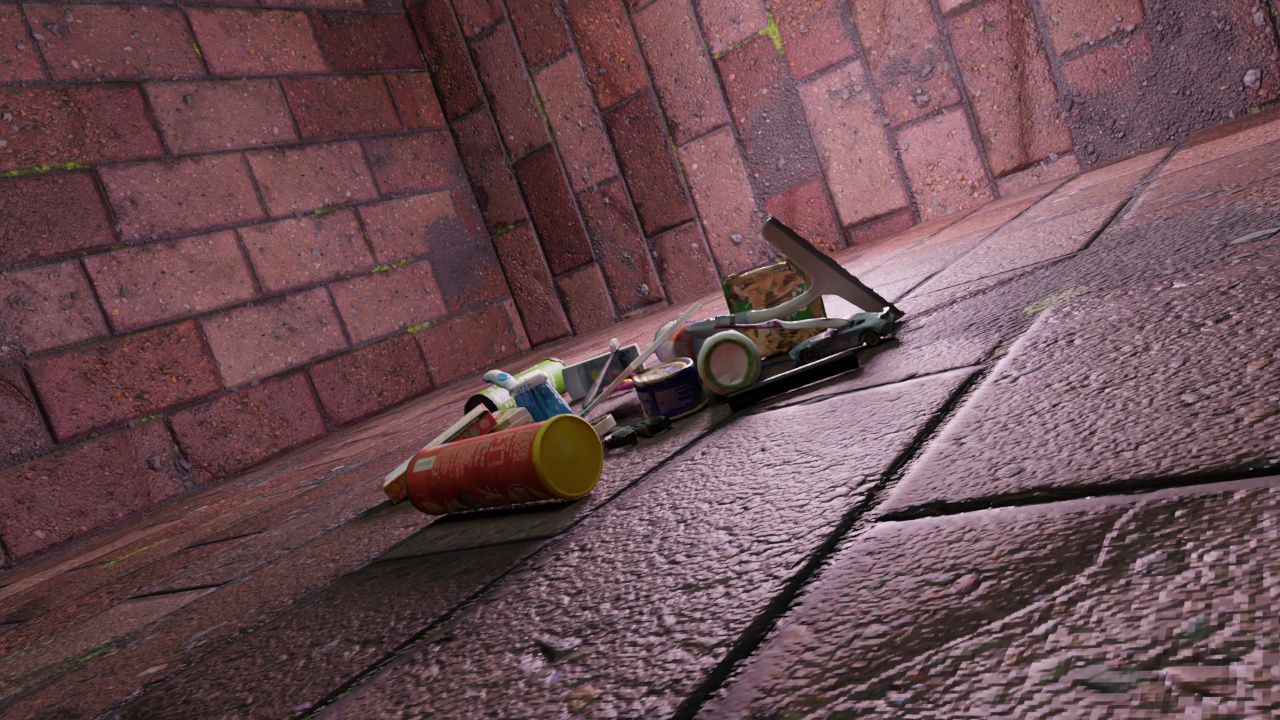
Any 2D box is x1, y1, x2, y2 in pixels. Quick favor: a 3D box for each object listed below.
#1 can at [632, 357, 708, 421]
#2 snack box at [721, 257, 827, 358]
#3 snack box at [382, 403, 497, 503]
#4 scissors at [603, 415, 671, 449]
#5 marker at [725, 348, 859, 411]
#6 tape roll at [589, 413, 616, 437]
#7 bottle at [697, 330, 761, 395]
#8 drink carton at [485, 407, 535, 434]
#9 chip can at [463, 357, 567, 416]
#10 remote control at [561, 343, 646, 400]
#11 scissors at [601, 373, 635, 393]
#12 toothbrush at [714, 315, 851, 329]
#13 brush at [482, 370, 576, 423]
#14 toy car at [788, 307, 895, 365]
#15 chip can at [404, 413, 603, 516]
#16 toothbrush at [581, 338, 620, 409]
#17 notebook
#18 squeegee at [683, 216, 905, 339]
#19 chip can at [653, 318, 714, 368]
[{"bbox_3d":[0.031,0.033,1.032,0.074,0.049,0.148,-20,5,-2],"label":"can"},{"bbox_3d":[0.186,-0.072,1.194,0.118,0.117,0.105,-15,3,24],"label":"snack box"},{"bbox_3d":[-0.249,0.113,1.137,0.155,0.027,0.077,-38,10,-9],"label":"snack box"},{"bbox_3d":[-0.012,0.074,0.996,0.141,0.014,0.173,-20,2,19],"label":"scissors"},{"bbox_3d":[0.148,0.020,0.895,0.132,0.020,0.022,-20,22,8],"label":"marker"},{"bbox_3d":[-0.066,0.084,0.988,0.086,0.014,0.086,-30,2,1],"label":"tape roll"},{"bbox_3d":[0.101,-0.002,1.053,0.068,0.068,0.197,-19,1,6],"label":"bottle"},{"bbox_3d":[-0.179,0.094,1.206,0.053,0.045,0.123,-33,9,-23],"label":"drink carton"},{"bbox_3d":[-0.200,0.057,1.535,0.072,0.072,0.235,-17,6,28],"label":"chip can"},{"bbox_3d":[-0.059,0.019,1.474,0.135,0.056,0.019,-18,6,13],"label":"remote control"},{"bbox_3d":[0.009,0.028,1.360,0.133,0.017,0.124,-14,8,18],"label":"scissors"},{"bbox_3d":[0.155,-0.044,1.030,0.016,0.017,0.188,-7,6,-44],"label":"toothbrush"},{"bbox_3d":[-0.168,0.051,1.298,0.060,0.109,0.315,-30,3,-19],"label":"brush"},{"bbox_3d":[0.221,-0.026,1.010,0.121,0.037,0.054,-22,5,20],"label":"toy car"},{"bbox_3d":[-0.131,0.100,0.835,0.217,0.073,0.073,-15,7,43],"label":"chip can"},{"bbox_3d":[-0.060,0.019,1.389,0.016,0.018,0.180,-10,30,22],"label":"toothbrush"},{"bbox_3d":[-0.007,0.007,1.194,0.151,0.012,0.208,-43,0,37],"label":"notebook"},{"bbox_3d":[0.140,-0.057,1.092,0.246,0.039,0.247,28,-32,-36],"label":"squeegee"},{"bbox_3d":[0.076,-0.023,1.294,0.071,0.071,0.215,-21,5,-11],"label":"chip can"}]
